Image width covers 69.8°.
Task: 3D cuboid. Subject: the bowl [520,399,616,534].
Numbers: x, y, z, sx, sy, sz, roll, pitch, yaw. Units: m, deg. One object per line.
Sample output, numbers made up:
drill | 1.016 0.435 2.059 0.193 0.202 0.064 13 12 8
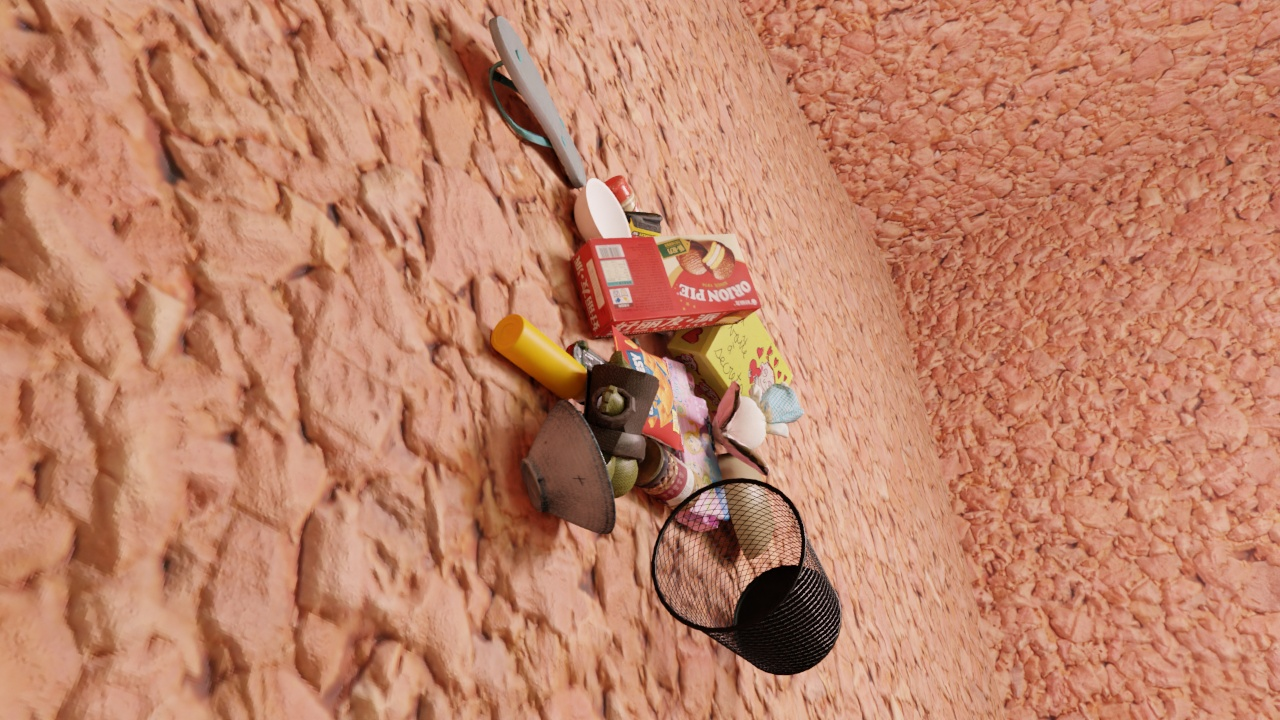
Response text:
bowl | -0.079 0.110 0.876 0.137 0.057 0.137 50 -30 43

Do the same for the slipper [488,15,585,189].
slipper | -0.141 -0.324 1.172 0.269 0.055 0.098 56 21 -51

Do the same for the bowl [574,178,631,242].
bowl | -0.058 -0.183 1.222 0.110 0.041 0.109 47 31 -40

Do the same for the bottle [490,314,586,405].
bottle | -0.097 0.004 0.972 0.143 0.043 0.043 42 35 -46

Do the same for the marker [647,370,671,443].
marker | 0.022 0.070 1.171 0.016 0.016 0.140 48 41 -38

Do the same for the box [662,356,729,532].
box | 0.065 0.107 1.217 0.084 0.053 0.230 34 41 -53

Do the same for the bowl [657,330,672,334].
bowl | 0.039 -0.100 1.330 0.113 0.063 0.113 47 30 -39

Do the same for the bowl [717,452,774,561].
bowl | 0.151 0.196 1.272 0.152 0.050 0.152 -16 89 -83

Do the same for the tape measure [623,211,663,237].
tape measure | -0.005 -0.180 1.311 0.065 0.037 0.064 -2 110 -30

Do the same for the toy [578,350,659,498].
toy | -0.029 0.069 0.966 0.179 0.078 0.152 74 29 -77

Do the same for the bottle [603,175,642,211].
bottle | -0.017 -0.216 1.338 0.109 0.044 0.044 56 26 -28

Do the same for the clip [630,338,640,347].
clip | -0.003 0.009 1.198 0.076 0.023 0.059 64 25 -5

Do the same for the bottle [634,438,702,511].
bottle | 0.027 0.139 1.104 0.105 0.056 0.056 40 36 -47

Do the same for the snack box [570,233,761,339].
snack box | 0.036 -0.099 1.183 0.235 0.060 0.113 -8 71 -33

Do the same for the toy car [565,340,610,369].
toy car | -0.056 0.012 1.060 0.091 0.036 0.042 41 36 -48

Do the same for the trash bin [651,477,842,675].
trash bin | 0.142 0.271 1.097 0.210 0.184 0.183 52 28 -45

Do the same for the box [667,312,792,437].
box | 0.135 0.004 1.346 0.124 0.081 0.221 -60 140 -24

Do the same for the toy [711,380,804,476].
toy | 0.152 0.075 1.275 0.204 0.106 0.131 -29 101 -56

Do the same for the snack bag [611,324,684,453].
snack bag | 0.008 0.038 1.124 0.144 0.039 0.130 31 44 -56
